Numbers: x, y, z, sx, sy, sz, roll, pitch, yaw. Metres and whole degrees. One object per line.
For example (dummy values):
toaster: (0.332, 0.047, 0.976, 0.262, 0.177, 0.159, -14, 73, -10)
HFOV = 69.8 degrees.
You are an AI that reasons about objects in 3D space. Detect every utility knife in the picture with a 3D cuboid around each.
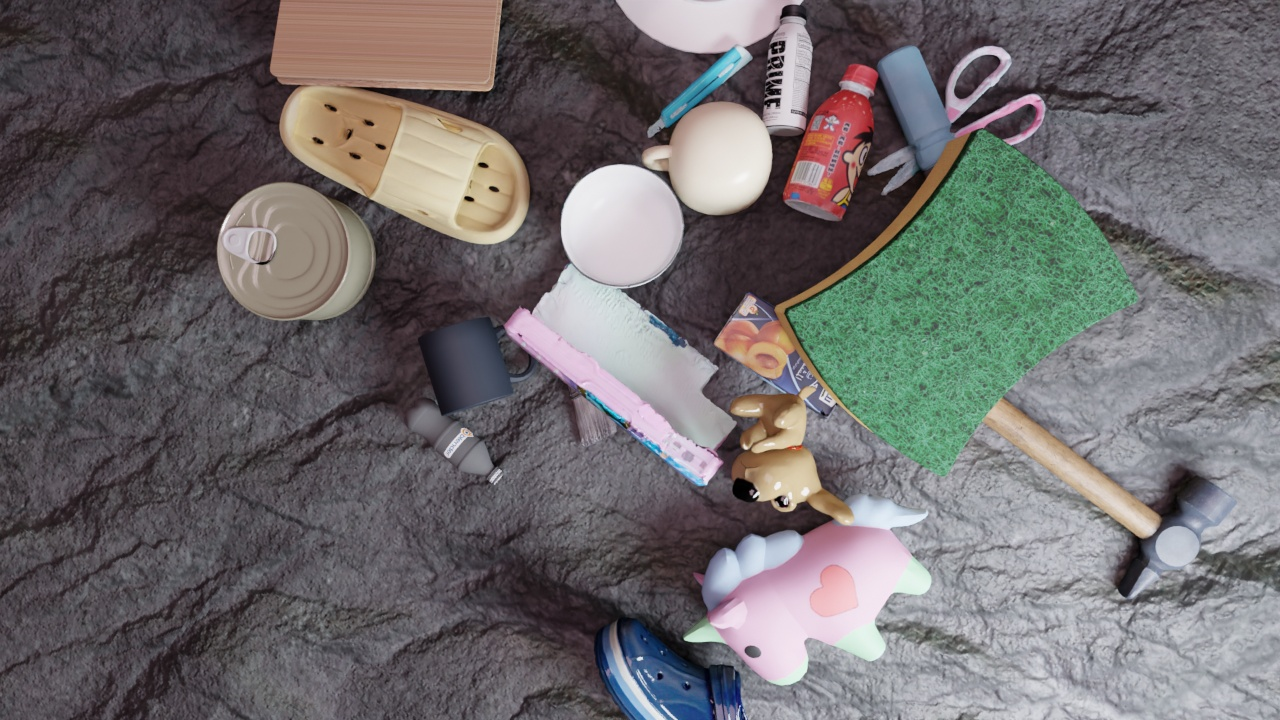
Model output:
utility knife: (0.054, -0.255, 0.878, 0.124, 0.015, 0.022, -41, 130, 6)

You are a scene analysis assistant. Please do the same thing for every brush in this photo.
brush: (-0.056, 0.008, 0.895, 0.039, 0.012, 0.151, -14, 89, 4)
brush: (0.265, -0.048, 0.794, 0.250, 0.075, 0.195, -44, 94, 5)

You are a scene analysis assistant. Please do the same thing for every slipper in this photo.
slipper: (-0.229, -0.200, 0.872, 0.261, 0.079, 0.111, 22, 89, 4)
slipper: (0.063, 0.321, 0.847, 0.095, 0.105, 0.253, -41, 97, 12)

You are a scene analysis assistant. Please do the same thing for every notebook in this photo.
notebook: (-0.239, -0.344, 0.879, 0.210, 0.022, 0.169, 3, 79, 4)

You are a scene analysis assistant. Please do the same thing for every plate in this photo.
plate: (0.067, -0.399, 0.873, 0.209, 0.015, 0.208, 0, 91, 5)

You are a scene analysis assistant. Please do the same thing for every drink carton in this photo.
drink carton: (0.139, -0.005, 0.865, 0.130, 0.040, 0.064, 33, 94, 3)

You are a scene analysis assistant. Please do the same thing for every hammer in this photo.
hammer: (0.375, 0.083, 0.853, 0.322, 0.040, 0.129, 37, 98, 4)

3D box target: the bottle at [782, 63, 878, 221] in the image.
bottle: (0.182, -0.202, 0.846, 0.062, 0.062, 0.137, 21, 94, 4)

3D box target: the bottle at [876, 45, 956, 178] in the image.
bottle: (0.259, -0.221, 0.840, 0.040, 0.040, 0.130, -23, 89, 4)

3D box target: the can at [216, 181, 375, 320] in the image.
can: (-0.327, -0.102, 0.882, 0.128, 0.073, 0.128, 0, 91, 4)

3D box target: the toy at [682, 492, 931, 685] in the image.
toy: (0.155, 0.199, 0.839, 0.171, 0.120, 0.222, 34, 94, -7)

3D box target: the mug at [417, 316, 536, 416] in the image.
mug: (-0.151, 0.001, 0.880, 0.105, 0.071, 0.077, -17, 90, -22)

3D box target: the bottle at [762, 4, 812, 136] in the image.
bottle: (0.139, -0.272, 0.858, 0.041, 0.041, 0.116, 5, 92, 4)

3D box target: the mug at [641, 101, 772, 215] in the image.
mug: (0.060, -0.186, 0.837, 0.120, 0.099, 0.096, 1, 91, 4)

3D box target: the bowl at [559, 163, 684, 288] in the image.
bowl: (-0.018, -0.122, 0.860, 0.113, 0.063, 0.113, 0, 88, -1)

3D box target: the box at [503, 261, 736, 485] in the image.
box: (-0.005, 0.005, 0.847, 0.230, 0.086, 0.105, 38, 86, -2)

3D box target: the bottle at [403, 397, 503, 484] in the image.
bottle: (-0.180, 0.080, 0.893, 0.110, 0.036, 0.036, 39, 94, 3)

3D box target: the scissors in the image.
scissors: (0.281, -0.227, 0.864, 0.179, 0.016, 0.105, -25, 89, 8)

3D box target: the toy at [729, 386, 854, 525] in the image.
toy: (0.123, 0.083, 0.815, 0.134, 0.105, 0.108, 15, 114, 47)
